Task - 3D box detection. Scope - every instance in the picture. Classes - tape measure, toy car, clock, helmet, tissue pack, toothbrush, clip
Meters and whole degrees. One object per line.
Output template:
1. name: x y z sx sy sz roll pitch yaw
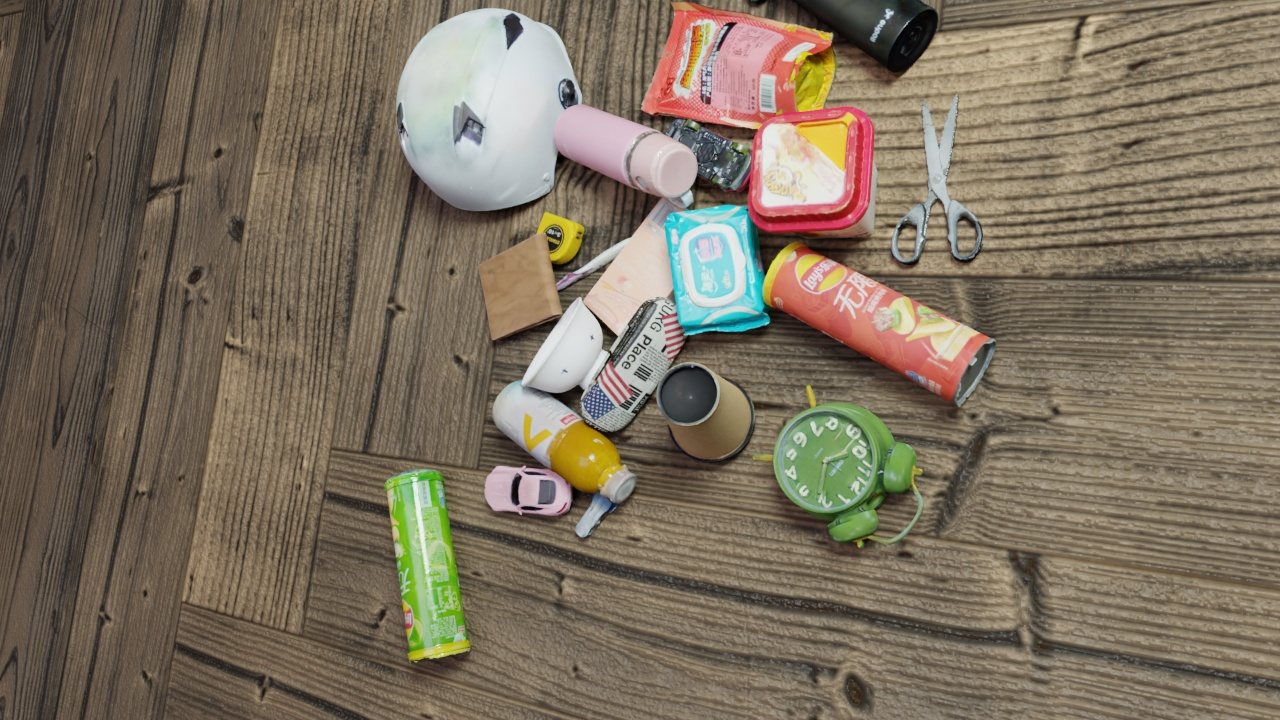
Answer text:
1. tape measure: -0.096 -0.143 1.089 0.060 0.028 0.057 24 95 35
2. toy car: 0.076 -0.222 1.000 0.120 0.045 0.053 37 101 34
3. clock: 0.196 0.107 0.876 0.161 0.056 0.116 40 102 27
4. helmet: -0.204 -0.318 1.109 0.229 0.145 0.258 11 87 29
5. toy car: -0.131 0.150 1.058 0.123 0.037 0.056 -1 80 29
6. tissue pack: 0.080 -0.093 0.956 0.093 0.050 0.133 -10 90 15
7. toothbrush: -0.082 -0.101 1.083 0.188 0.016 0.017 -28 60 22
8. clip: -0.052 0.172 1.020 0.026 0.038 0.058 43 104 24

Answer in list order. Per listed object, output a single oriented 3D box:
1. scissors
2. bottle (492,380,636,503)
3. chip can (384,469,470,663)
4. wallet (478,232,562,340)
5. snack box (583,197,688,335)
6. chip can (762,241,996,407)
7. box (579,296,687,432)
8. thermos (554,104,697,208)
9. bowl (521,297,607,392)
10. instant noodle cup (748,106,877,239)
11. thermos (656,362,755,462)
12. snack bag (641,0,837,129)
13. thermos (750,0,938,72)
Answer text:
1. scissors: 0.287 -0.171 0.897 0.163 0.014 0.165 -43 65 15
2. bottle: -0.084 0.092 1.023 0.189 0.068 0.068 34 98 28
3. chip can: -0.254 0.239 1.088 0.073 0.072 0.221 -19 73 24
4. wallet: -0.145 -0.085 1.090 0.116 0.020 0.101 -20 77 35
5. snack box: 0.013 -0.099 1.025 0.084 0.026 0.157 44 103 26
6. chip can: 0.224 -0.038 0.878 0.217 0.073 0.073 32 97 27
7. box: -0.007 0.004 1.000 0.068 0.051 0.164 34 96 -13
8. thermos: -0.013 -0.224 1.015 0.067 0.087 0.199 -46 45 -11
9. bowl: -0.075 -0.004 1.027 0.064 0.118 0.118 34 101 -10
10. instant noodle cup: 0.177 -0.171 0.893 0.116 0.124 0.116 2 83 28
11. thermos: 0.061 0.049 0.916 0.093 0.143 0.093 -4 75 15
12. snack bag: 0.101 -0.315 0.995 0.208 0.073 0.129 22 100 34
13. thermos: 0.192 -0.383 0.960 0.242 0.068 0.090 47 136 28
